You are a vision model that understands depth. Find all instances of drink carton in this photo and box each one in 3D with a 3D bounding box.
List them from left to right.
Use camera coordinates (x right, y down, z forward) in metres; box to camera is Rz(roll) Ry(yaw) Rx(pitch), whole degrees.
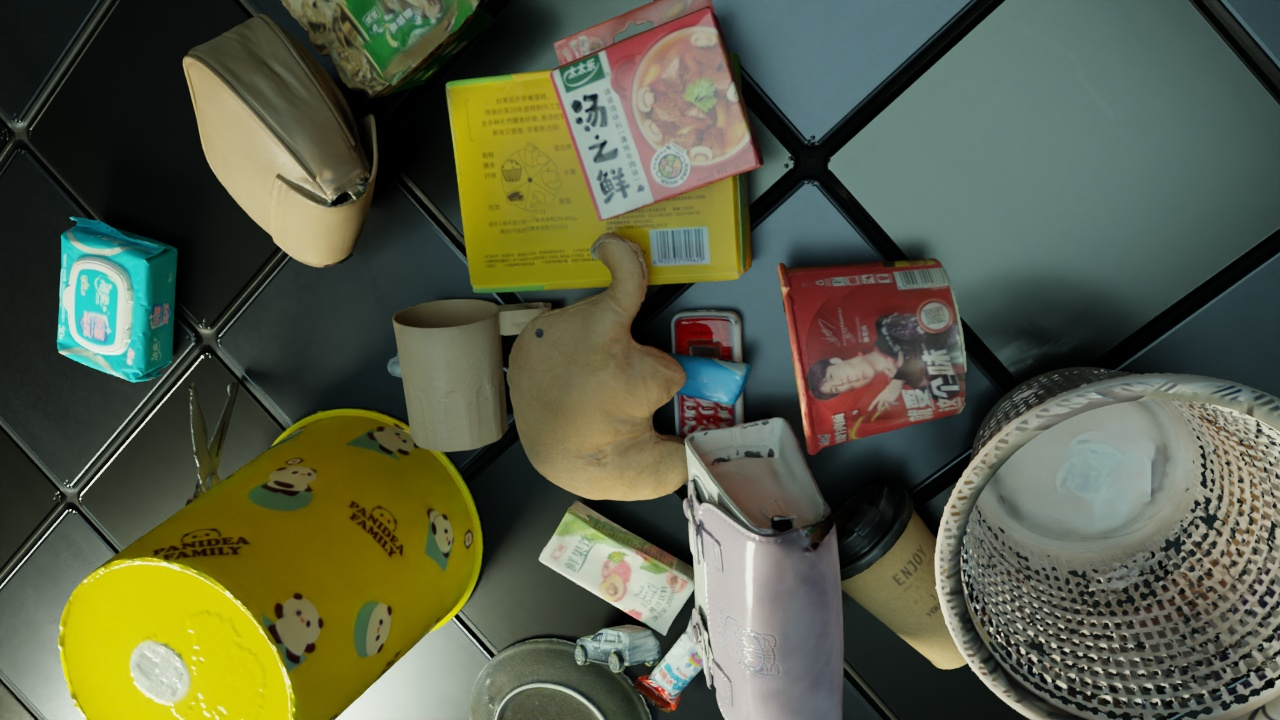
[{"bbox_3d":[-0.018,0.171,0.766,0.122,0.045,0.053,30,99,3],"label":"drink carton"}]

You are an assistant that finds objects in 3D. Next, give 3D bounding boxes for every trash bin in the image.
[{"bbox_3d":[-0.280,0.184,0.725,0.230,0.254,0.230,4,105,13],"label":"trash bin"},{"bbox_3d":[0.302,0.097,0.590,0.228,0.191,0.227,3,104,13],"label":"trash bin"}]

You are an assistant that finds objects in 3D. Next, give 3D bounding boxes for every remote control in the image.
[{"bbox_3d":[0.054,0.027,0.726,0.056,0.020,0.136,1,104,13],"label":"remote control"}]

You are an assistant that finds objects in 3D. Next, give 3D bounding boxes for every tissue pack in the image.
[{"bbox_3d":[-0.466,-0.056,0.817,0.093,0.050,0.134,15,107,11],"label":"tissue pack"}]

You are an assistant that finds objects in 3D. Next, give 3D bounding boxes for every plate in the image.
[{"bbox_3d":[-0.076,0.339,0.836,0.179,0.024,0.179,4,105,13],"label":"plate"}]

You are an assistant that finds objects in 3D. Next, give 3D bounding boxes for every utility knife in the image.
[{"bbox_3d":[-0.004,0.004,0.722,0.187,0.018,0.034,10,110,25],"label":"utility knife"}]

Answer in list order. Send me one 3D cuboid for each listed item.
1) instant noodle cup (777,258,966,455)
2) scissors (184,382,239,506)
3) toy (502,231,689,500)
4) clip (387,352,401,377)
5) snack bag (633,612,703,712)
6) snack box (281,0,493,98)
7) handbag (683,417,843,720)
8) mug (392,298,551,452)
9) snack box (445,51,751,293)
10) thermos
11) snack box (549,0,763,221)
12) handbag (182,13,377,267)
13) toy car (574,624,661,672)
[{"bbox_3d":[0.159,-0.008,0.636,0.109,0.137,0.138,-9,102,9],"label":"instant noodle cup"},{"bbox_3d":[-0.380,0.128,0.802,0.015,0.188,0.227,5,127,5],"label":"scissors"},{"bbox_3d":[-0.035,0.015,0.680,0.143,0.082,0.226,-3,126,9],"label":"toy"},{"bbox_3d":[-0.186,0.011,0.782,0.056,0.026,0.024,28,110,-5],"label":"clip"},{"bbox_3d":[0.039,0.257,0.785,0.045,0.026,0.105,38,107,6],"label":"snack bag"},{"bbox_3d":[-0.172,-0.262,0.663,0.118,0.105,0.118,-35,95,17],"label":"snack box"},{"bbox_3d":[0.087,0.163,0.663,0.098,0.145,0.197,-12,116,-13],"label":"handbag"},{"bbox_3d":[-0.130,0.009,0.739,0.124,0.084,0.104,-5,109,-8],"label":"mug"},{"bbox_3d":[-0.027,-0.136,0.677,0.210,0.070,0.158,-2,103,15],"label":"snack box"},{"bbox_3d":[0.198,0.162,0.692,0.093,0.093,0.143,-41,98,19],"label":"thermos"},{"bbox_3d":[0.007,-0.169,0.600,0.113,0.044,0.127,-17,98,16],"label":"snack box"},{"bbox_3d":[-0.254,-0.156,0.675,0.099,0.205,0.148,-42,97,-22],"label":"handbag"},{"bbox_3d":[-0.020,0.241,0.772,0.091,0.042,0.034,-18,76,54],"label":"toy car"}]
